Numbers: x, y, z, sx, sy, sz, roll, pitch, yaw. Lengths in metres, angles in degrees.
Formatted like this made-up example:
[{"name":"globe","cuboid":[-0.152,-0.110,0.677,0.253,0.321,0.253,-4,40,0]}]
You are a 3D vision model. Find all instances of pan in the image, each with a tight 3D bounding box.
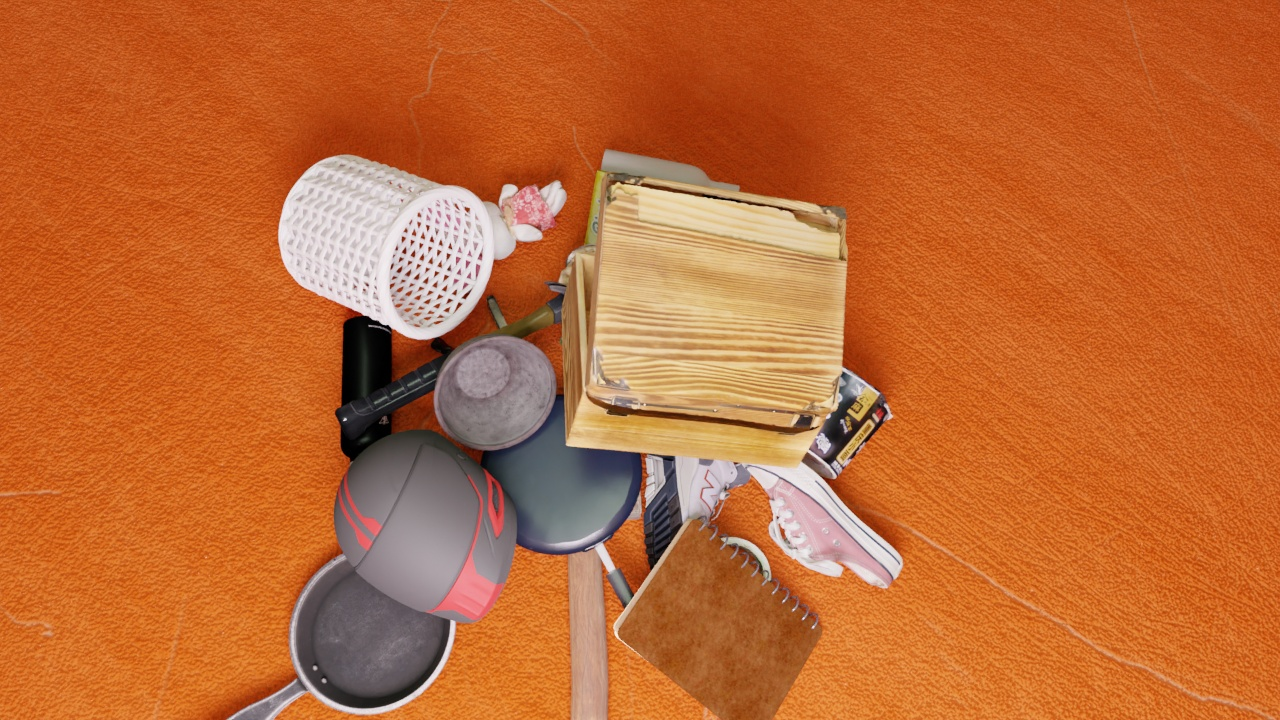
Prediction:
[{"name":"pan","cuboid":[-0.371,0.357,1.033,0.356,0.055,0.187,-38,75,-16]},{"name":"pan","cuboid":[-0.059,0.198,1.082,0.198,0.021,0.356,-28,70,-7]}]

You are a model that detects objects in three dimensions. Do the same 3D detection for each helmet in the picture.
[{"name":"helmet","cuboid":[-0.250,0.170,1.013,0.170,0.264,0.164,28,102,-25]}]

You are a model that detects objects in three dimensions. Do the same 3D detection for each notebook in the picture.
[{"name":"notebook","cuboid":[0.095,0.304,1.046,0.225,0.024,0.167,43,70,-16]}]

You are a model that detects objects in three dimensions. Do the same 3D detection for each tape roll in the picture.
[{"name":"tape roll","cuboid":[0.111,0.263,1.117,0.094,0.018,0.093,1,68,-3]}]

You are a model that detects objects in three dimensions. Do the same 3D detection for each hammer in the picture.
[{"name":"hammer","cuboid":[-0.216,-0.002,1.130,0.332,0.118,0.025,-29,61,-21]},{"name":"hammer","cuboid":[-0.071,0.294,1.084,0.158,0.037,0.300,-2,68,-4]}]

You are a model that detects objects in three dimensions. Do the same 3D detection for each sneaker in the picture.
[{"name":"sneaker","cuboid":[0.076,0.155,1.118,0.124,0.089,0.239,0,86,-31]},{"name":"sneaker","cuboid":[0.203,0.200,1.099,0.241,0.118,0.087,42,73,-3]}]

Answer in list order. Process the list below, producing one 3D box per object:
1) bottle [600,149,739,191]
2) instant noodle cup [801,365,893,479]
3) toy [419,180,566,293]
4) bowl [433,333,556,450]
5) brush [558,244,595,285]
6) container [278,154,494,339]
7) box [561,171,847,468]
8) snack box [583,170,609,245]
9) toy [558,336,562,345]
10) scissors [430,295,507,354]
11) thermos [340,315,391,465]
[{"name":"bottle","cuboid":[0.042,-0.256,1.300,0.195,0.052,0.052,11,68,1]},{"name":"instant noodle cup","cuboid":[0.228,0.076,1.143,0.137,0.137,0.112,33,80,10]},{"name":"toy","cuboid":[-0.189,-0.185,1.242,0.194,0.084,0.159,-23,73,-4]},{"name":"bowl","cuboid":[-0.179,0.027,1.089,0.144,0.145,0.067,-25,31,-12]},{"name":"brush","cuboid":[0.030,-0.107,1.219,0.271,0.083,0.056,4,31,0]},{"name":"container","cuboid":[-0.312,-0.144,1.138,0.187,0.189,0.189,22,67,27]},{"name":"box","cuboid":[0.072,-0.040,0.997,0.279,0.264,0.268,8,46,-15]},{"name":"snack box","cuboid":[0.018,-0.186,1.262,0.181,0.045,0.121,9,88,-1]},{"name":"toy","cuboid":[-0.007,0.006,1.179,0.179,0.078,0.152,-9,68,-4]},{"name":"scissors","cuboid":[-0.185,-0.003,1.208,0.195,0.015,0.179,6,68,-2]},{"name":"thermos","cuboid":[-0.343,0.061,1.149,0.061,0.061,0.231,-4,69,-5]}]
